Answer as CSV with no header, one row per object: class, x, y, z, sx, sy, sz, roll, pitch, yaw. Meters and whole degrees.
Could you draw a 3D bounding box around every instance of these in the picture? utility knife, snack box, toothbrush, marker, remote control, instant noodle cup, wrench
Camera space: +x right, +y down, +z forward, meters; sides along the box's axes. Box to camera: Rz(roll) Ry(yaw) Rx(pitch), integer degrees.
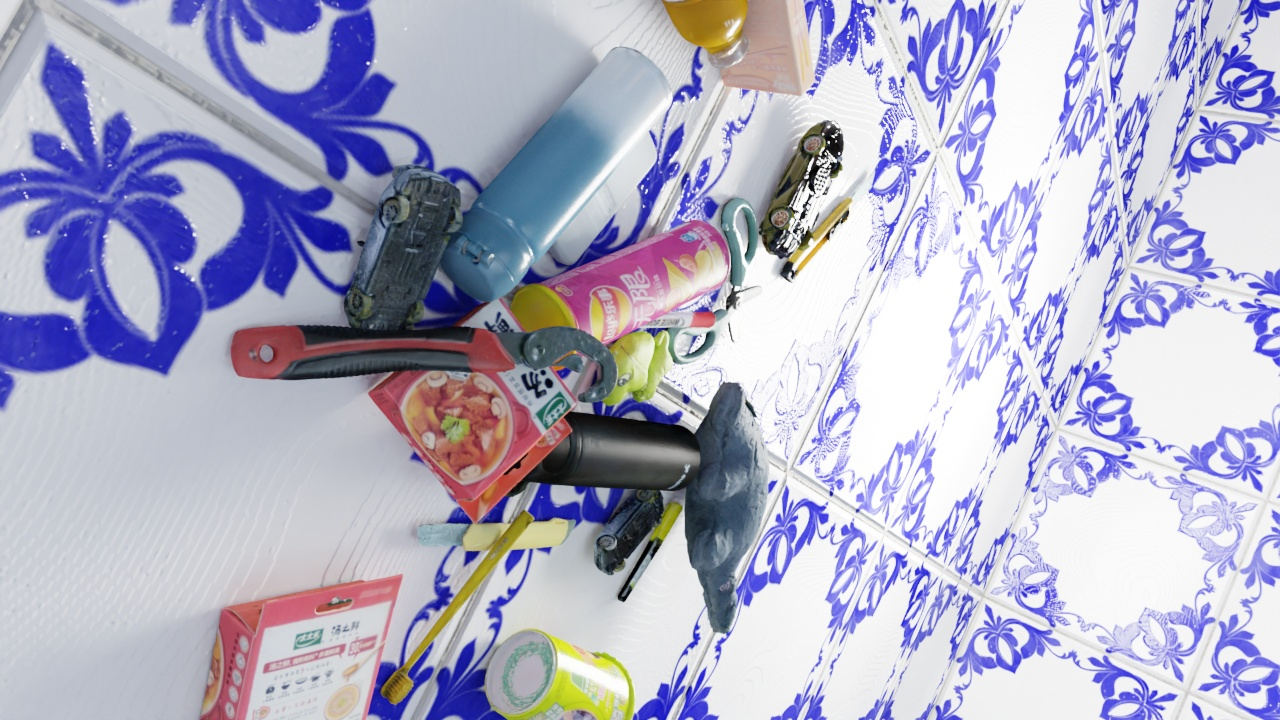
utility knife,-0.120,0.152,0.801,0.204,0.021,0.031,14,92,-61
snack box,-0.240,0.207,0.650,0.113,0.044,0.127,3,107,-53
toothbrush,-0.151,0.207,0.775,0.190,0.016,0.016,-52,147,-12
marker,0.009,0.211,1.011,0.124,0.015,0.018,-58,142,-8
marker,0.016,-0.038,0.862,0.145,0.017,0.017,-2,110,-43
snack box,-0.113,0.037,0.674,0.113,0.044,0.127,-44,107,-30
remote control,-0.035,-0.141,0.751,0.135,0.020,0.056,-54,144,-19
instant noodle cup,-0.081,0.314,0.873,0.111,0.112,0.123,-56,136,-16
utility knife,0.230,-0.162,1.096,0.215,0.015,0.033,-47,143,-27
wrench,-0.133,-0.002,0.628,0.273,0.016,0.056,4,86,-33
snack box,0.096,-0.302,0.782,0.026,0.084,0.157,-53,143,-26

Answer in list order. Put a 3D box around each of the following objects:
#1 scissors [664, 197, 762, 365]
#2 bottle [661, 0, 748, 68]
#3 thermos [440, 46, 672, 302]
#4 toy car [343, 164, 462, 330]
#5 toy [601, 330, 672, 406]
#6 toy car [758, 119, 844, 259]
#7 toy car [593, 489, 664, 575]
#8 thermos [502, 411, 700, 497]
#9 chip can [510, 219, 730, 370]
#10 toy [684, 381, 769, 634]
scissors,0.076,-0.072,0.940,0.169,0.019,0.171,-38,136,-37
bottle,0.039,-0.309,0.715,0.068,0.068,0.189,-58,144,-14
thermos,-0.063,-0.138,0.681,0.220,0.070,0.070,-53,142,-19
toy car,-0.160,-0.071,0.612,0.054,0.037,0.121,1,118,-54
toy,-0.005,0.005,0.863,0.096,0.031,0.100,-58,149,-13
toy car,0.176,-0.185,0.989,0.070,0.042,0.158,31,83,-55
toy car,-0.014,0.172,0.942,0.105,0.031,0.049,-47,140,-29
thermos,-0.044,0.089,0.839,0.090,0.068,0.242,-45,150,22
chip can,-0.010,-0.061,0.784,0.209,0.071,0.071,-28,129,-43
toy,0.093,0.146,1.000,0.137,0.091,0.357,-72,165,-56
